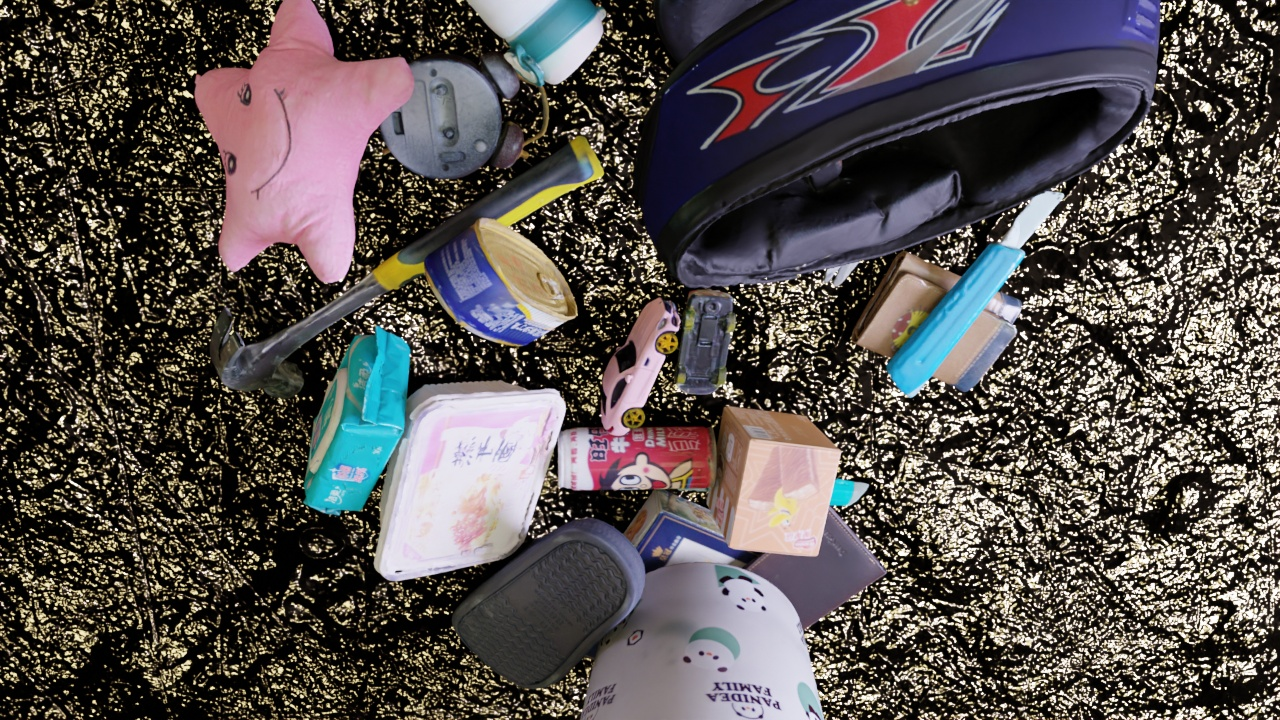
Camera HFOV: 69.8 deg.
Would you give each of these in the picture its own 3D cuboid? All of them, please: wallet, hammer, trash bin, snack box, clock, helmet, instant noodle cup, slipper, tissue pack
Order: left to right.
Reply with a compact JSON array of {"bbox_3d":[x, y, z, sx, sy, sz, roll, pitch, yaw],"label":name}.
[{"bbox_3d":[-0.219,0.048,0.708,0.050,0.093,0.134,17,133,-25],"label":"tissue pack"},{"bbox_3d":[-0.172,-0.069,0.677,0.323,0.126,0.032,-31,77,4],"label":"hammer"},{"bbox_3d":[-0.148,0.088,0.749,0.137,0.060,0.174,-3,121,-39],"label":"instant noodle cup"},{"bbox_3d":[-0.125,-0.174,0.644,0.122,0.055,0.082,-4,116,-4],"label":"clock"},{"bbox_3d":[-0.070,0.206,0.808,0.110,0.083,0.269,46,132,2],"label":"slipper"},{"bbox_3d":[0.048,0.228,0.865,0.182,0.045,0.178,26,111,-17],"label":"snack box"},{"bbox_3d":[0.048,0.312,0.727,0.229,0.251,0.230,2,120,3],"label":"trash bin"},{"bbox_3d":[0.109,0.099,0.770,0.077,0.092,0.094,7,103,-9],"label":"snack box"},{"bbox_3d":[0.146,0.195,0.825,0.122,0.020,0.096,-39,113,9],"label":"wallet"},{"bbox_3d":[0.127,-0.200,0.546,0.315,0.247,0.240,-18,74,-3],"label":"helmet"},{"bbox_3d":[0.246,-0.031,0.761,0.115,0.033,0.090,22,114,-11],"label":"wallet"}]

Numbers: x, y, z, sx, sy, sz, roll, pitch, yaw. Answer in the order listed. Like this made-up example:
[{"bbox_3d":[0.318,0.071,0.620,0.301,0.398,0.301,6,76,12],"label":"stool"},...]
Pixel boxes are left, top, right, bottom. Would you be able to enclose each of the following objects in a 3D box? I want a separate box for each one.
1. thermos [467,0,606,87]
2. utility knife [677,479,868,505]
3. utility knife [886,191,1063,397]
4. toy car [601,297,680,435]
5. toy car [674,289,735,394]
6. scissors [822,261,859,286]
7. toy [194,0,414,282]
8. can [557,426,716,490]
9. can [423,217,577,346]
[{"bbox_3d":[-0.113,-0.278,0.585,0.073,0.073,0.224,-37,114,13],"label":"thermos"},{"bbox_3d":[0.098,0.112,0.829,0.223,0.013,0.029,6,114,-10],"label":"utility knife"},{"bbox_3d":[0.260,-0.052,0.720,0.034,0.018,0.195,34,114,0],"label":"utility knife"},{"bbox_3d":[-0.004,0.004,0.744,0.037,0.056,0.123,16,114,-20],"label":"toy car"},{"bbox_3d":[0.052,-0.014,0.750,0.042,0.035,0.091,4,117,-5],"label":"toy car"},{"bbox_3d":[0.221,-0.148,0.704,0.143,0.021,0.235,4,116,-7],"label":"scissors"},{"bbox_3d":[-0.244,-0.144,0.621,0.178,0.074,0.195,32,107,21],"label":"toy"},{"bbox_3d":[-0.004,0.083,0.784,0.132,0.053,0.053,0,116,-5],"label":"can"},{"bbox_3d":[-0.098,-0.053,0.665,0.049,0.148,0.074,-30,77,12],"label":"can"}]
